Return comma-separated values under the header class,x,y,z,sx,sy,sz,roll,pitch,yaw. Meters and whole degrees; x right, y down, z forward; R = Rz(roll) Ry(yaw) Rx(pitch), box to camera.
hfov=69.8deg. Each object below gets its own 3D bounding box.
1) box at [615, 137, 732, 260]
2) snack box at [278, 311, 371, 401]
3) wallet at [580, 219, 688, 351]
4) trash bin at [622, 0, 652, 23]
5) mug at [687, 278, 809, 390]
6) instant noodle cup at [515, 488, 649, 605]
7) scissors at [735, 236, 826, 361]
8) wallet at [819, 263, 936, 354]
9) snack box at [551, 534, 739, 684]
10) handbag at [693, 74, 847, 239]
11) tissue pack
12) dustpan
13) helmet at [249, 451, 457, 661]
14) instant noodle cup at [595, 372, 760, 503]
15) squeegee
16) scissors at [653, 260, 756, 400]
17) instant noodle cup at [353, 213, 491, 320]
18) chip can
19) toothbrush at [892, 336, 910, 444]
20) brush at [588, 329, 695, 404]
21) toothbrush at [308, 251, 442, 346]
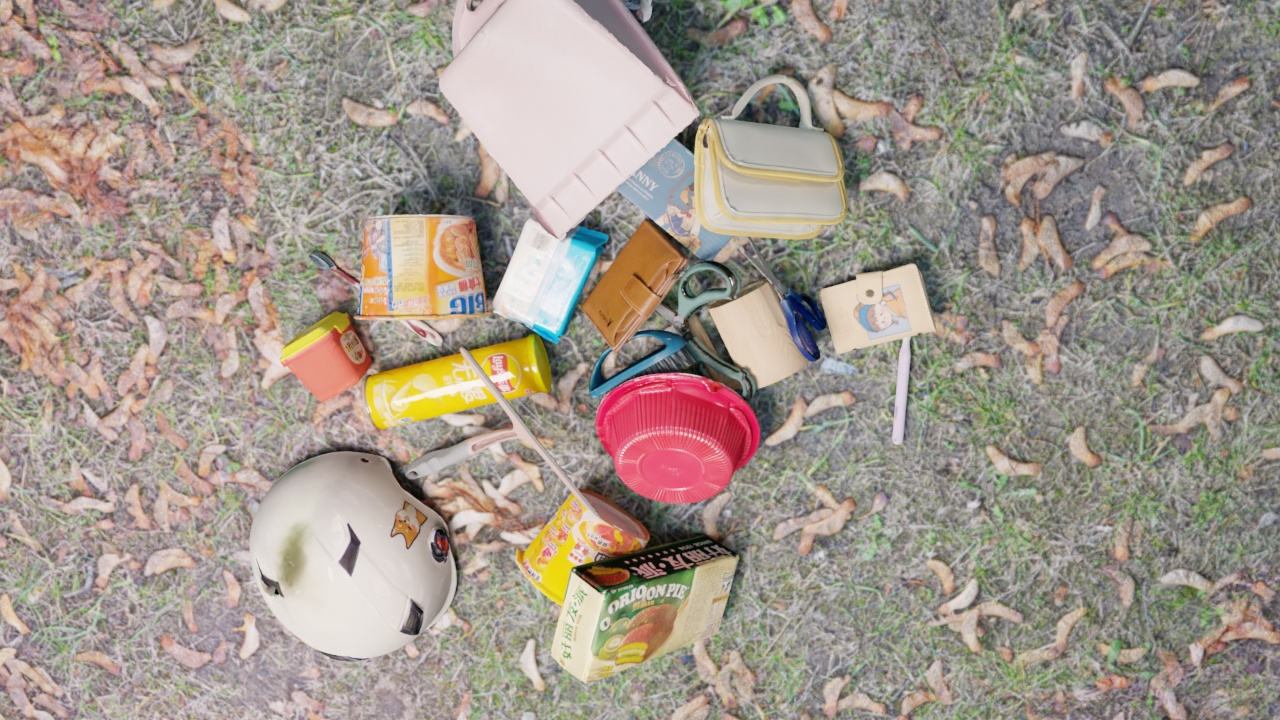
class,x,y,z,sx,sy,sz,roll,pitch,yaw
box,0.034,-0.197,1.026,0.184,0.059,0.090,36,102,-7
snack box,-0.367,-0.003,1.080,0.082,0.091,0.080,-28,108,9
wallet,-0.004,-0.081,1.033,0.035,0.119,0.131,29,105,-35
trash bin,0.022,-0.482,0.894,0.195,0.226,0.226,-34,100,-3
mug,0.120,-0.025,1.059,0.125,0.084,0.103,-22,100,35
instant noodle cup,-0.062,0.227,1.100,0.138,0.138,0.110,31,95,-5
scissors,0.163,-0.076,1.028,0.012,0.156,0.165,-26,79,33
wallet,0.271,-0.061,1.053,0.115,0.024,0.087,-14,105,24
snack box,0.011,0.282,1.063,0.063,0.239,0.114,25,108,39
handbag,0.140,-0.225,0.982,0.163,0.063,0.178,0,84,-24
tissue pack,-0.105,-0.097,1.055,0.090,0.063,0.140,25,102,0
dustpan,-0.087,-0.308,0.974,0.223,0.138,0.273,-34,111,28
helmet,-0.357,0.254,1.106,0.230,0.156,0.274,-26,101,9
instant noodle cup,0.040,0.102,1.052,0.194,0.065,0.194,4,136,4
squeegee,-0.197,0.104,1.082,0.250,0.040,0.247,-20,114,39
scissors,0.080,-0.025,1.030,0.180,0.019,0.171,56,140,2
instant noodle cup,-0.244,-0.103,1.024,0.151,0.151,0.111,0,95,3
chip can,-0.216,0.026,1.086,0.213,0.072,0.072,-13,103,6
toothbrush,0.309,0.010,1.081,0.021,0.029,0.189,-11,108,-33
brush,-0.006,0.006,1.064,0.144,0.055,0.073,-31,92,33
toothbrush,-0.315,-0.073,1.095,0.187,0.017,0.016,36,103,-5
